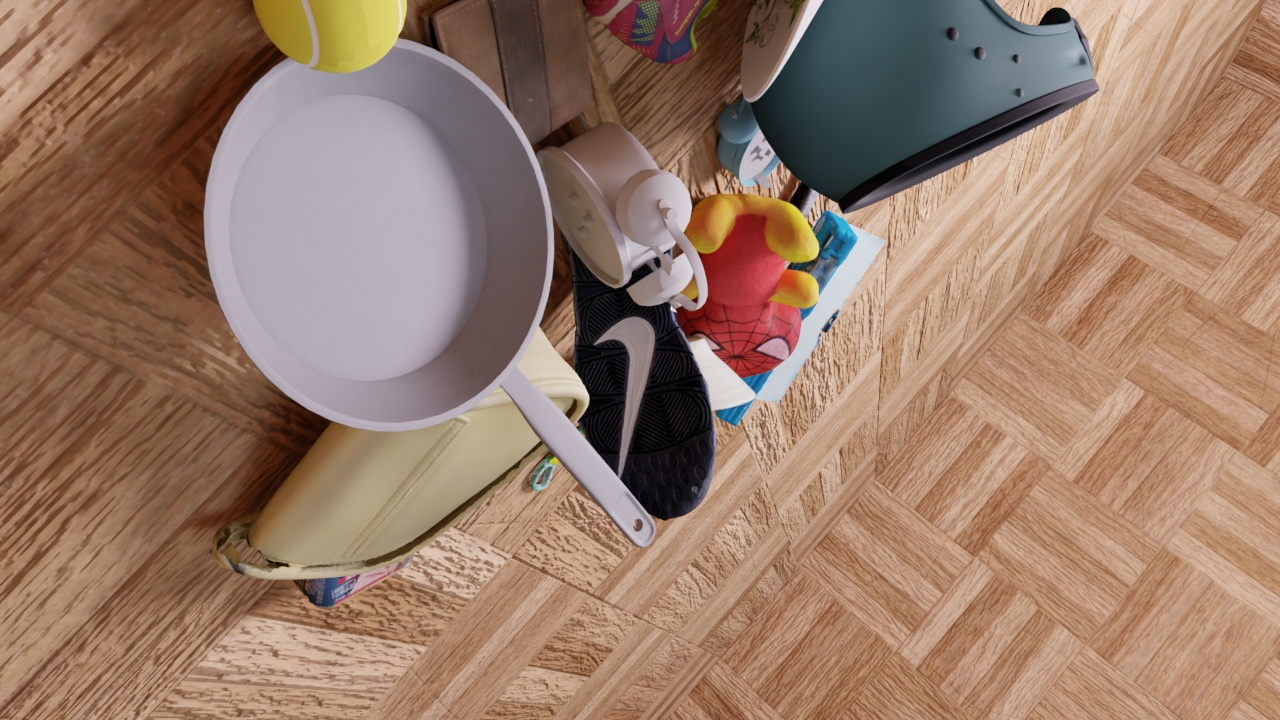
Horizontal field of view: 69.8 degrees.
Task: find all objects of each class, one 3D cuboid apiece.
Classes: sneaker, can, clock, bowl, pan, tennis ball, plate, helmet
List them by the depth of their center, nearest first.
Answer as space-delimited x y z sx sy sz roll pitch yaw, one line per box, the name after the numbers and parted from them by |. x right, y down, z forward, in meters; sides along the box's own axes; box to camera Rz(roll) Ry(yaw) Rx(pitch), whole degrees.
-0.137 -0.161 0.406 0.065 0.065 0.065 -39 154 -24 | tennis ball
-0.092 -0.009 0.523 0.200 0.051 0.357 -53 128 -28 | pan
0.062 -0.289 0.538 0.091 0.116 0.242 26 109 -33 | sneaker
0.111 -0.268 0.554 0.229 0.030 0.229 -169 -88 -83 | plate
-0.012 -0.093 0.616 0.061 0.159 0.120 -33 152 -14 | clock
0.208 -0.248 0.689 0.274 0.200 0.176 -25 178 -7 | helmet
-0.221 0.144 0.719 0.099 0.054 0.059 -24 147 -45 | can
-0.004 0.004 0.730 0.097 0.252 0.151 -9 167 -1 | sneaker
0.104 -0.204 0.793 0.087 0.042 0.123 -38 153 -26 | clock
0.018 0.009 0.859 0.176 0.177 0.058 -12 101 -55 | bowl

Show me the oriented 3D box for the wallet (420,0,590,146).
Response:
-0.075 -0.175 0.545 0.098 0.027 0.121 -38 153 -21 | wallet

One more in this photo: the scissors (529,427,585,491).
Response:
-0.082 0.089 0.934 0.130 0.011 0.125 -56 157 13 | scissors

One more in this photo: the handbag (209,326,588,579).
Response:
-0.163 0.058 0.626 0.233 0.088 0.190 -44 156 25 | handbag

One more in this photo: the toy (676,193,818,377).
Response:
0.097 -0.066 0.891 0.217 0.147 0.098 92 14 -51 | toy

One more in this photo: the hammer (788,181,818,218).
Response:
0.175 -0.186 0.956 0.140 0.036 0.327 -20 143 -51 | hammer

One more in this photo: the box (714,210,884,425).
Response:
0.168 -0.051 1.035 0.244 0.070 0.170 -59 161 20 | box
